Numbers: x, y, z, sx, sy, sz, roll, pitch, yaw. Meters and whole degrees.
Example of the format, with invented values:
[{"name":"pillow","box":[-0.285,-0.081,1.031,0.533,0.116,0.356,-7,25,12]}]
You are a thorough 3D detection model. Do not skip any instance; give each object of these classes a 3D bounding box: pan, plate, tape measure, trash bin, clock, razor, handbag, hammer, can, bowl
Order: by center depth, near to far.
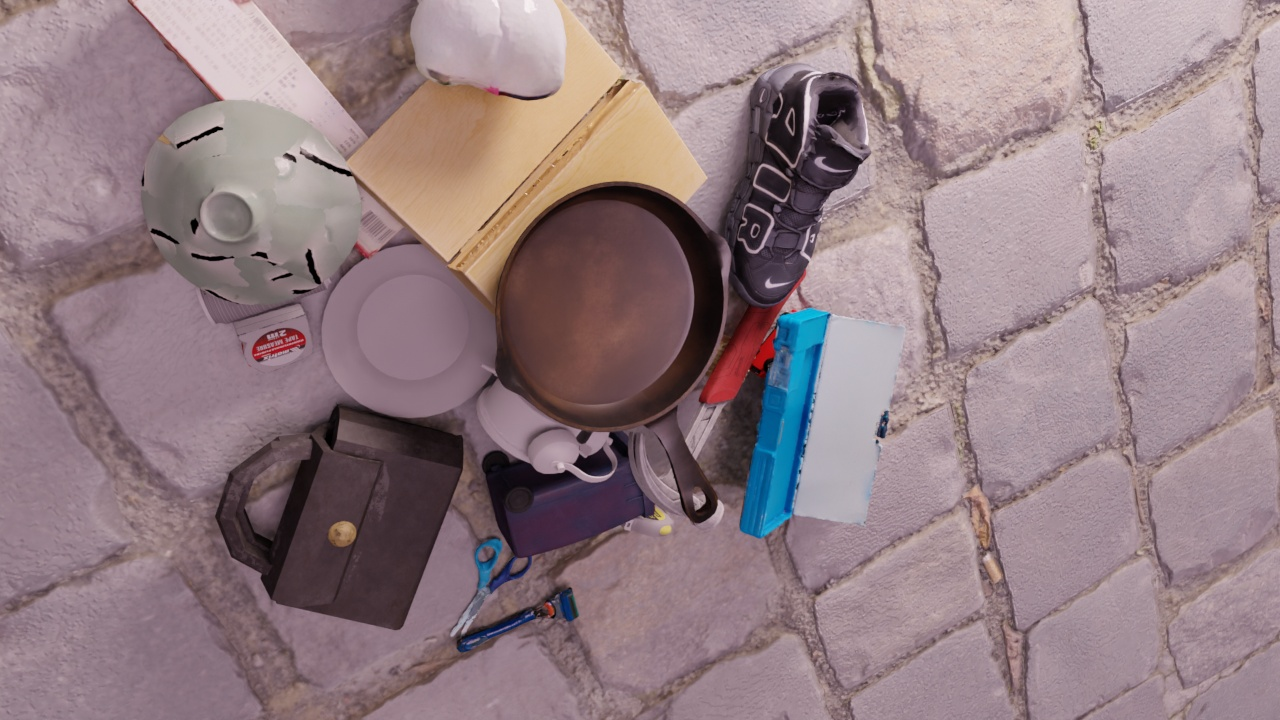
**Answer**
[{"name":"bowl","box":[-0.320,-0.121,0.736,0.174,0.068,0.174,-2,108,-5]},{"name":"can","box":[-0.334,-0.068,0.817,0.106,0.044,0.044,-22,114,-13]},{"name":"tape measure","box":[-0.332,-0.020,0.833,0.060,0.020,0.062,-21,146,-23]},{"name":"pan","box":[-0.005,0.005,0.869,0.248,0.043,0.356,-30,114,-16]},{"name":"handbag","box":[-0.292,0.144,0.873,0.199,0.102,0.197,17,101,-26]},{"name":"plate","box":[-0.218,-0.028,0.890,0.172,0.019,0.173,-7,110,-19]},{"name":"clock","box":[-0.090,0.063,0.902,0.159,0.119,0.061,44,116,12]},{"name":"trash bin","box":[-0.072,0.133,0.963,0.160,0.094,0.092,-17,113,-18]},{"name":"hammer","box":[0.093,0.012,0.969,0.126,0.036,0.315,35,75,-24]},{"name":"tape measure","box":[0.000,0.174,1.021,0.065,0.064,0.017,14,102,-30]},{"name":"razor","box":[-0.140,0.294,1.032,0.140,0.018,0.044,-17,117,-14]}]

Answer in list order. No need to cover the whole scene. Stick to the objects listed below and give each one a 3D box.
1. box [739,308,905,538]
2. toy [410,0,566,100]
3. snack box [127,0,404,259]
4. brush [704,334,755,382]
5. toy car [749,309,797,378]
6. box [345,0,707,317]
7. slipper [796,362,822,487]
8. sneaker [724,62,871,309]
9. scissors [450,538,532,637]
[{"name":"box","box":[0.188,0.067,1.011,0.166,0.075,0.244,0,107,-27]},{"name":"toy","box":[-0.127,-0.321,0.760,0.137,0.086,0.209,-8,86,-20]},{"name":"snack box","box":[-0.302,-0.212,0.782,0.076,0.044,0.273,-44,118,-9]},{"name":"brush","box":[0.074,-0.008,1.000,0.117,0.039,0.049,21,98,-31]},{"name":"toy car","box":[0.158,-0.019,1.030,0.025,0.038,0.089,38,91,-30]},{"name":"box","box":[-0.095,-0.174,0.848,0.257,0.076,0.246,45,76,-22]},{"name":"slipper","box":[0.214,0.081,1.077,0.103,0.059,0.214,-31,115,-12]},{"name":"sneaker","box":[0.166,-0.172,0.904,0.097,0.151,0.252,7,95,-21]},{"name":"scissors","box":[-0.169,0.259,1.012,0.073,0.016,0.134,22,100,-28]}]
